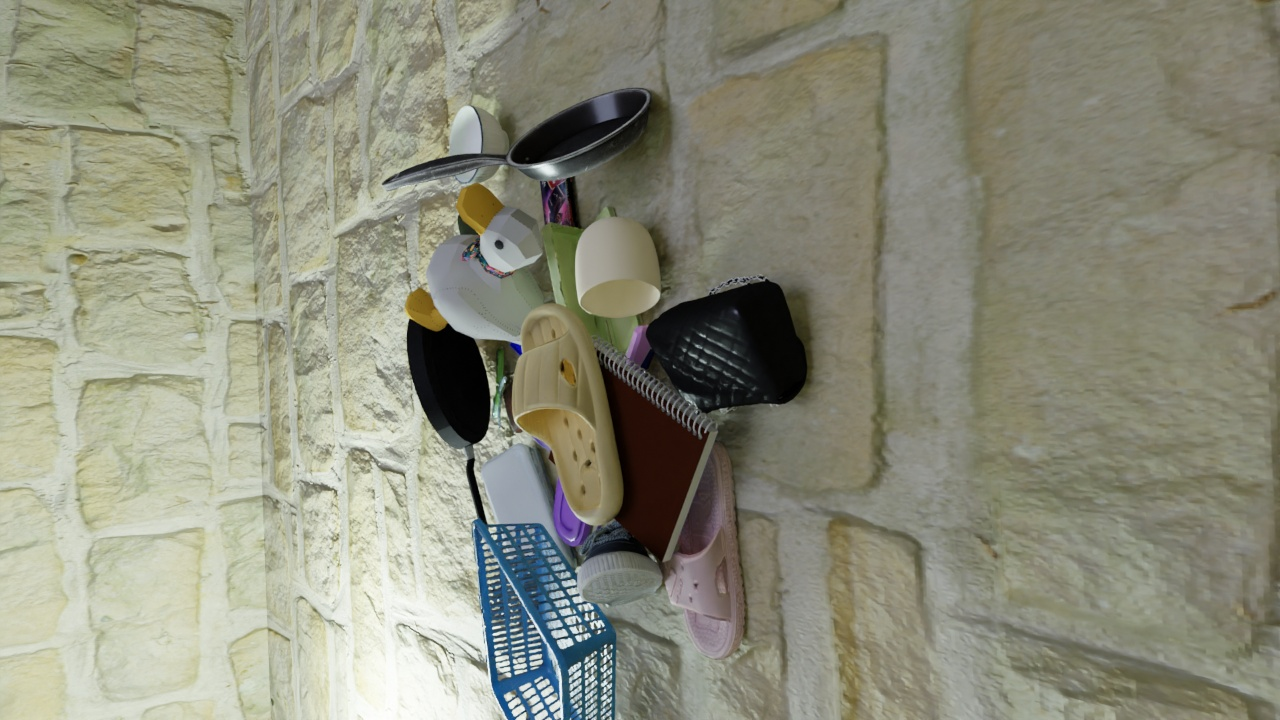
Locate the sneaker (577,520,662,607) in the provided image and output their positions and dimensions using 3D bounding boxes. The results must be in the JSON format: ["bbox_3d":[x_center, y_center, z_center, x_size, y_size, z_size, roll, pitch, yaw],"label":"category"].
[{"bbox_3d":[-0.027,0.226,1.045,0.236,0.089,0.087,79,175,-70],"label":"sneaker"}]

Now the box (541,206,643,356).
[{"bbox_3d":[-0.068,-0.095,1.157,0.092,0.083,0.187,-42,58,53],"label":"box"}]

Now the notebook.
[{"bbox_3d":[-0.015,0.090,1.011,0.209,0.022,0.172,36,118,38],"label":"notebook"}]

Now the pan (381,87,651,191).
[{"bbox_3d":[-0.150,-0.251,1.112,0.186,0.357,0.055,-81,-30,-55],"label":"pan"}]

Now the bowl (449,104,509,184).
[{"bbox_3d":[-0.241,-0.328,1.407,0.118,0.062,0.118,6,97,55],"label":"bowl"}]

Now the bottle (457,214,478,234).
[{"bbox_3d":[-0.222,-0.135,1.381,0.072,0.071,0.206,-41,59,48],"label":"bottle"}]

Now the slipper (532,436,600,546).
[{"bbox_3d":[-0.097,0.119,1.204,0.107,0.083,0.267,26,113,52],"label":"slipper"}]

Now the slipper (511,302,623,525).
[{"bbox_3d":[-0.090,0.058,1.017,0.112,0.079,0.261,-27,76,42],"label":"slipper"}]

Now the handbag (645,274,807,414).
[{"bbox_3d":[0.102,-0.014,0.934,0.154,0.114,0.125,-13,104,52],"label":"handbag"}]

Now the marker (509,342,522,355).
[{"bbox_3d":[-0.138,0.004,1.291,0.133,0.023,0.027,41,102,35],"label":"marker"}]

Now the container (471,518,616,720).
[{"bbox_3d":[-0.116,0.390,1.173,0.257,0.089,0.363,46,144,44],"label":"container"}]

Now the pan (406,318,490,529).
[{"bbox_3d":[-0.265,0.084,1.372,0.034,0.225,0.356,-16,87,11],"label":"pan"}]

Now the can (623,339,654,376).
[{"bbox_3d":[-0.007,0.006,1.113,0.032,0.032,0.095,52,132,40],"label":"can"}]

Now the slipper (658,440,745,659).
[{"bbox_3d":[0.059,0.206,1.004,0.094,0.064,0.239,-6,86,55],"label":"slipper"}]

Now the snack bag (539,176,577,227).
[{"bbox_3d":[-0.115,-0.232,1.271,0.075,0.018,0.155,-21,73,55],"label":"snack bag"}]

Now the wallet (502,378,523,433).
[{"bbox_3d":[-0.167,0.047,1.357,0.123,0.019,0.072,-50,53,44],"label":"wallet"}]

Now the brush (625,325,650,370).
[{"bbox_3d":[-0.021,0.062,1.090,0.043,0.089,0.229,48,129,37],"label":"brush"}]

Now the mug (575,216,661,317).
[{"bbox_3d":[-0.036,-0.111,1.091,0.120,0.096,0.099,-32,55,44],"label":"mug"}]

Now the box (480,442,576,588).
[{"bbox_3d":[-0.163,0.223,1.311,0.123,0.083,0.215,-57,47,44],"label":"box"}]

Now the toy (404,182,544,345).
[{"bbox_3d":[-0.200,-0.110,1.227,0.268,0.246,0.140,-13,36,46],"label":"toy"}]

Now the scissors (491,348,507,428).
[{"bbox_3d":[-0.213,0.052,1.389,0.171,0.025,0.160,-97,22,-50],"label":"scissors"}]
